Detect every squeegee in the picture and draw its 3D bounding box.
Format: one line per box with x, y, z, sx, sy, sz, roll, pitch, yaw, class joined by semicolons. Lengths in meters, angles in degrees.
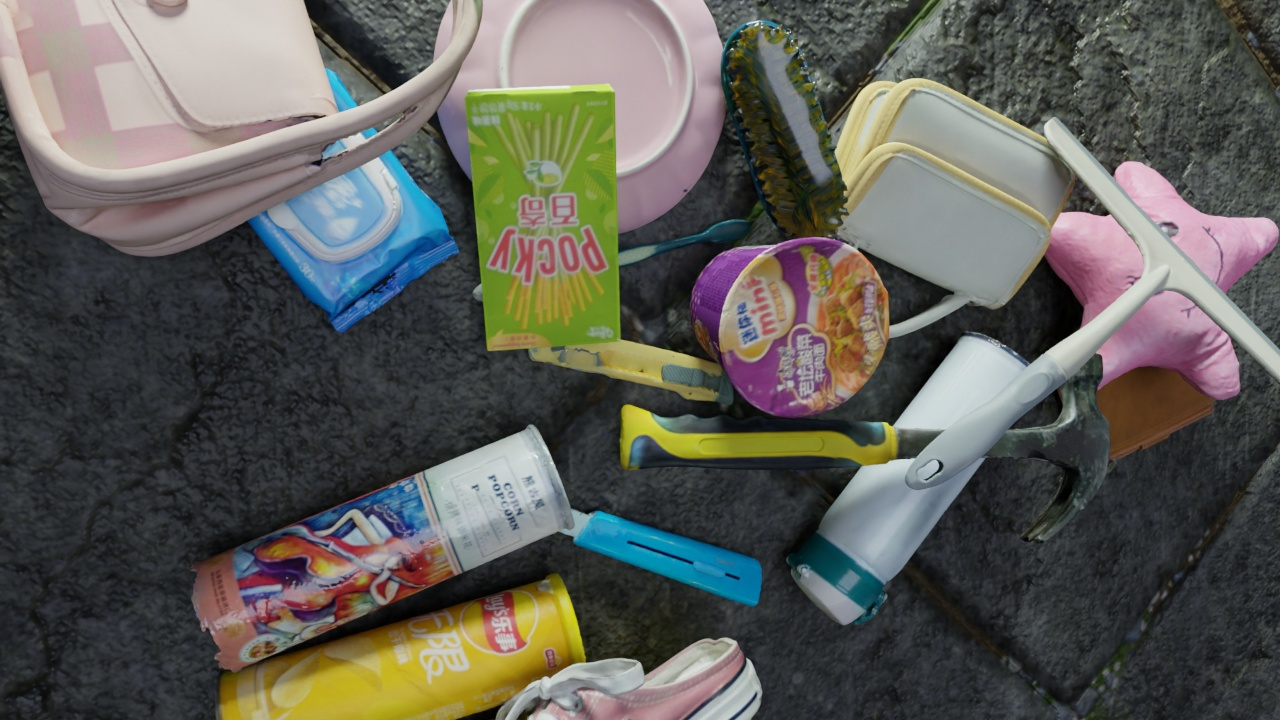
0.265;0.000;0.581;0.246;0.039;0.246;-39;82;-5;squeegee

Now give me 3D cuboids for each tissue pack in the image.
-0.185;-0.103;0.528;0.095;0.052;0.157;-38;106;-9;tissue pack

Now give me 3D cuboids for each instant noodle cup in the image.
0.086;-0.027;0.592;0.111;0.099;0.111;-3;102;-16;instant noodle cup

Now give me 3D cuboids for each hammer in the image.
0.148;0.058;0.612;0.323;0.032;0.126;0;84;0;hammer

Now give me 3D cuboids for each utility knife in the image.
-0.004;0.004;0.619;0.151;0.018;0.031;12;88;-13;utility knife
0.013;0.133;0.637;0.166;0.018;0.034;21;92;-17;utility knife

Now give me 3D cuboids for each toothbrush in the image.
-0.017;-0.067;0.604;0.191;0.018;0.016;-15;102;-12;toothbrush

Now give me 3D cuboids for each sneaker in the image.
-0.039;0.221;0.524;0.240;0.118;0.088;-30;94;-25;sneaker

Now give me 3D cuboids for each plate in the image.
-0.030;-0.173;0.571;0.192;0.039;0.192;-2;98;-16;plate

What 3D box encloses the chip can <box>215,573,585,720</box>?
-0.143;0.197;0.571;0.213;0.072;0.072;-14;101;-14;chip can

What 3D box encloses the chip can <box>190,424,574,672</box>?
-0.152;0.111;0.558;0.214;0.071;0.071;-22;103;-12;chip can

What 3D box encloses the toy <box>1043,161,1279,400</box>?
0.368;-0.058;0.680;0.178;0.075;0.194;25;76;7;toy

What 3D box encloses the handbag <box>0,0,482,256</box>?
-0.197;-0.174;0.468;0.234;0.093;0.193;-18;80;-16;handbag

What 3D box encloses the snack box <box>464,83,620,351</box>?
-0.056;-0.083;0.552;0.085;0.026;0.156;-3;115;-7;snack box

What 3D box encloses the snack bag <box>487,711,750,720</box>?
-0.025;0.295;0.591;0.246;0.068;0.158;-11;71;-13;snack bag

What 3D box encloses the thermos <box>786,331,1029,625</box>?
0.195;0.088;0.660;0.073;0.073;0.224;40;86;-18;thermos

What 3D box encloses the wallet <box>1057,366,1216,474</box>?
0.395;0.024;0.727;0.130;0.035;0.119;-21;101;-13;wallet

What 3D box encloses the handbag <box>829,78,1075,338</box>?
0.204;-0.090;0.645;0.163;0.063;0.179;22;94;-17;handbag

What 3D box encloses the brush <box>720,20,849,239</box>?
0.092;-0.147;0.594;0.055;0.073;0.144;-20;106;8;brush
